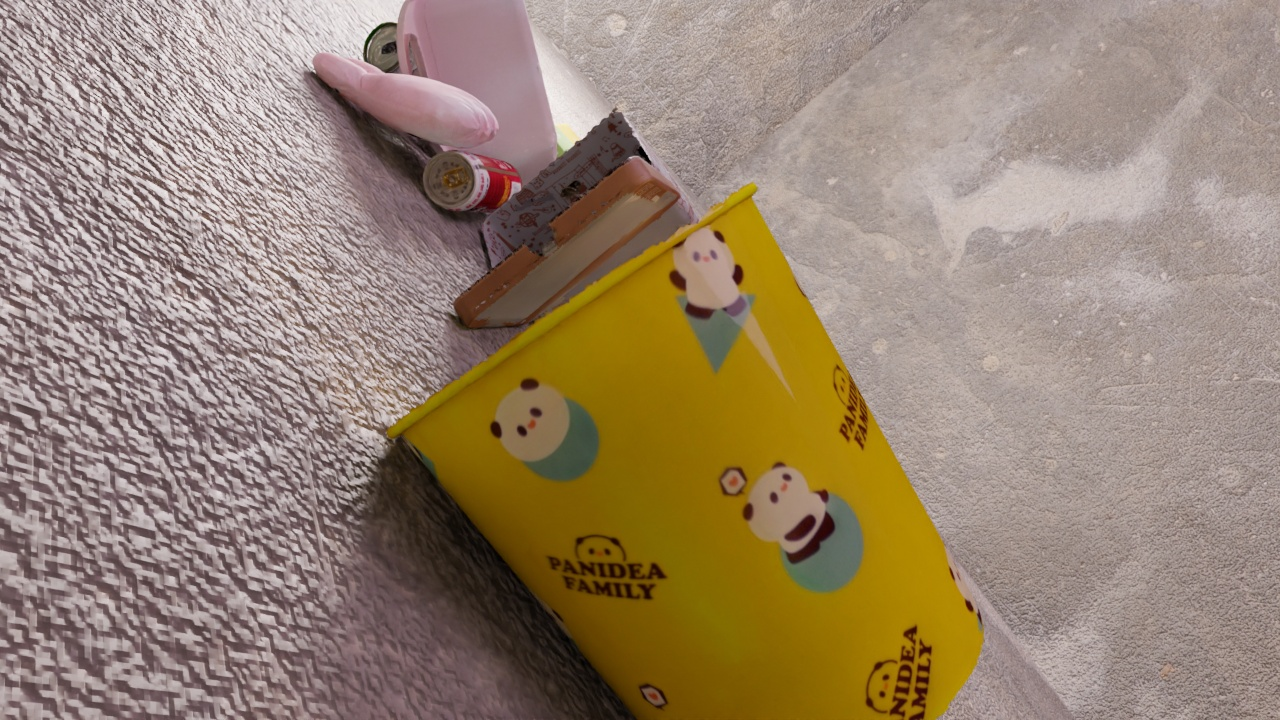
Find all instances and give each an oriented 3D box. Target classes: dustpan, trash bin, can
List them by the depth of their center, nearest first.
[{"bbox_3d":[0.033,0.075,0.494,0.255,0.230,0.229,56,13,-4],"label":"trash bin"},{"bbox_3d":[-0.155,-0.166,0.860,0.053,0.053,0.132,51,13,0],"label":"can"},{"bbox_3d":[-0.227,-0.301,0.979,0.058,0.058,0.146,56,13,21],"label":"can"},{"bbox_3d":[-0.178,-0.294,1.007,0.273,0.138,0.222,-174,-111,-83],"label":"dustpan"}]

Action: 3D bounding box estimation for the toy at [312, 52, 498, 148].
[{"bbox_3d":[-0.205,-0.229,0.811,0.159,0.054,0.121,24,14,2],"label":"toy"}]

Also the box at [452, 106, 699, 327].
[{"bbox_3d":[-0.050,-0.104,0.773,0.124,0.179,0.273,49,12,-16],"label":"box"}]

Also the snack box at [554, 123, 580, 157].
[{"bbox_3d":[-0.090,-0.245,1.266,0.157,0.070,0.209,49,13,-8],"label":"snack box"}]
